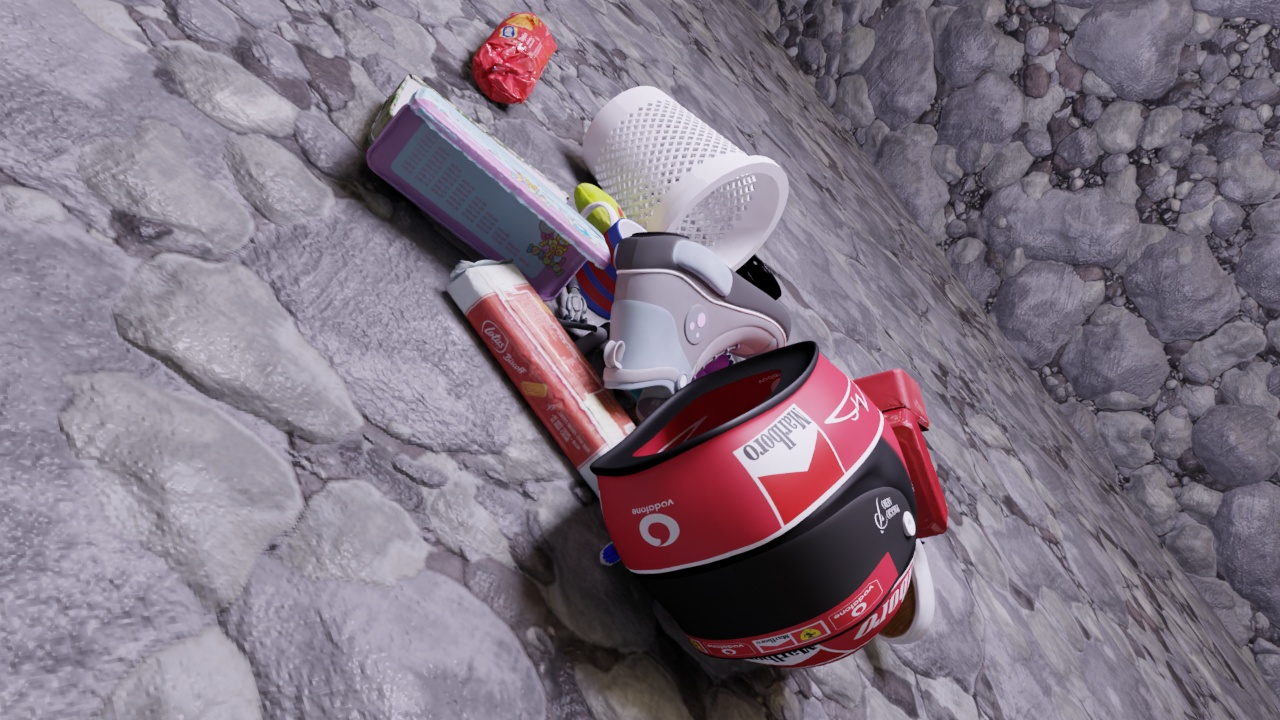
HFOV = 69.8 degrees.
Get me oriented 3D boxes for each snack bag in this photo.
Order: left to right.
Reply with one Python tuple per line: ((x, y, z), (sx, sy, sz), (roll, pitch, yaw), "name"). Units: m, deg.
((-0.151, -0.372, 1.124), (0.082, 0.082, 0.176), (39, 28, -20), "snack bag")
((-0.074, 0.011, 0.768), (0.225, 0.041, 0.077), (52, 25, 9), "snack bag")

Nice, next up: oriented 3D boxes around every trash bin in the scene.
((0.039, -0.218, 1.109), (0.195, 0.196, 0.199), (6, 39, -55), "trash bin")

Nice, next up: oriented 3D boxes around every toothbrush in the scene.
((0.012, 0.131, 0.763), (0.015, 0.016, 0.186), (52, 26, 7), "toothbrush")

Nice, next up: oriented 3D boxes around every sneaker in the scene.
((0.053, -0.005, 0.851), (0.256, 0.093, 0.160), (31, 68, -51), "sneaker")
((0.259, 0.178, 0.984), (0.127, 0.121, 0.294), (20, 33, -24), "sneaker")

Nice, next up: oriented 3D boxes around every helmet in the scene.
((0.101, 0.121, 0.698), (0.270, 0.198, 0.224), (-37, 104, -55), "helmet")

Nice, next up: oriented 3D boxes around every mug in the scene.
((-0.032, -0.109, 0.950), (0.112, 0.076, 0.074), (55, 27, 13), "mug")

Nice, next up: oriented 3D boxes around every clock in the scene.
((0.143, -0.119, 1.274), (0.120, 0.043, 0.091), (54, 26, 10), "clock")

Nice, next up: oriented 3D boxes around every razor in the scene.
((-0.071, -0.080, 0.906), (0.042, 0.022, 0.144), (10, 38, -23), "razor")

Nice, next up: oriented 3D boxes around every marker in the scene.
((-0.045, -0.020, 0.878), (0.016, 0.016, 0.140), (49, 26, 1), "marker")

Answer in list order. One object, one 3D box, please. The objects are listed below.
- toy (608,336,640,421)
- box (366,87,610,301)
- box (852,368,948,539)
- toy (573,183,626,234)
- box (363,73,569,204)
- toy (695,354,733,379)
((-0.005, 0.005, 0.870), (0.041, 0.055, 0.101), (-4, 40, -12), "toy")
((-0.126, -0.134, 0.789), (0.214, 0.089, 0.093), (38, 4, -24), "box")
((0.207, 0.080, 0.914), (0.152, 0.157, 0.164), (66, 24, -21), "box")
((-0.027, -0.142, 1.013), (0.118, 0.043, 0.092), (47, -5, 15), "toy")
((-0.159, -0.179, 0.883), (0.205, 0.050, 0.117), (35, 27, -26), "box")
((0.037, -0.003, 0.941), (0.106, 0.056, 0.087), (46, 26, 23), "toy")
